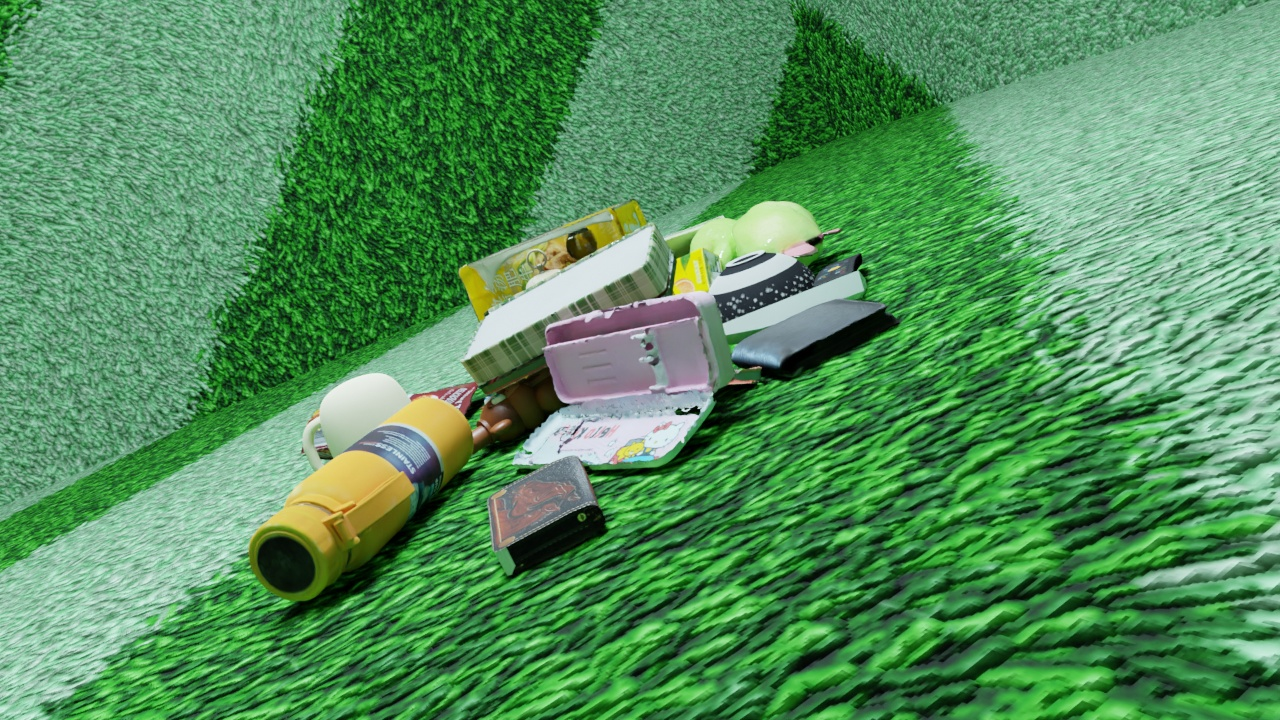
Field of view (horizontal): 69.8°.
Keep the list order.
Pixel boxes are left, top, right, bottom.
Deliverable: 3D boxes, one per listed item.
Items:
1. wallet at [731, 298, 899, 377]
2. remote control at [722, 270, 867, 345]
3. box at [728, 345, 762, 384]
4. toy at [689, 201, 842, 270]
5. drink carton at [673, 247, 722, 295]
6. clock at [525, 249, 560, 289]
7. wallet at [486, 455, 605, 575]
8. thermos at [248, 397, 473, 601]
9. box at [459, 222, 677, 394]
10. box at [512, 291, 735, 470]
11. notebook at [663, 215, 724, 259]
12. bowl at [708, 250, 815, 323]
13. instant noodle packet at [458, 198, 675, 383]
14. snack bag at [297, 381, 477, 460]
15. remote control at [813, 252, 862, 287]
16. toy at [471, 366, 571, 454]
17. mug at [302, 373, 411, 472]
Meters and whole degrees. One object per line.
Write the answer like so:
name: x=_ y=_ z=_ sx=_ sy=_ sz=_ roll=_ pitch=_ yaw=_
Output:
wallet: x=0.140 y=-0.021 z=0.751 sx=0.114 sy=0.026 sz=0.089 roll=-26 pitch=13 yaw=-17
remote control: x=0.137 y=-0.041 z=0.830 sx=0.143 sy=0.024 sz=0.049 roll=-22 pitch=-10 yaw=0
box: x=0.023 y=0.005 z=0.774 sx=0.187 sy=0.082 sz=0.041 roll=-1 pitch=50 yaw=56
toy: x=0.141 y=-0.141 z=1.131 sx=0.197 sy=0.107 sz=0.149 roll=-25 pitch=7 yaw=39
drink carton: x=0.035 y=-0.082 z=1.103 sx=0.135 sy=0.058 sz=0.043 roll=-21 pitch=-22 yaw=33
clock: x=-0.083 y=-0.050 z=0.951 sx=0.093 sy=0.141 sz=0.054 roll=-17 pitch=17 yaw=15
wallet: x=-0.063 y=0.098 z=0.601 sx=0.072 sy=0.019 sz=0.123 roll=-28 pitch=12 yaw=-6
thermos: x=-0.206 y=0.095 z=0.714 sx=0.092 sy=0.076 sz=0.232 roll=-56 pitch=-2 yaw=21
box: x=-0.065 y=-0.047 z=0.852 sx=0.206 sy=0.051 sz=0.117 roll=-28 pitch=24 yaw=17
box: x=-0.014 y=0.024 z=0.711 sx=0.077 sy=0.146 sz=0.202 roll=19 pitch=-17 yaw=-35
notebook: x=-0.017 y=-0.102 z=1.208 sx=0.251 sy=0.010 sz=0.182 roll=-23 pitch=-19 yaw=-31
bowl: x=0.118 y=-0.074 z=0.931 sx=0.120 sy=0.066 sz=0.120 roll=-21 pitch=11 yaw=4
instant noodle packet: x=-0.083 y=-0.062 z=1.016 sx=0.222 sy=0.163 sz=0.084 roll=-18 pitch=13 yaw=21
snack bag: x=-0.293 y=0.065 z=1.090 sx=0.208 sy=0.067 sz=0.138 roll=-17 pitch=17 yaw=15
remote control: x=0.201 y=-0.089 z=0.926 sx=0.041 sy=0.020 sz=0.151 roll=-21 pitch=5 yaw=20
toy: x=-0.116 y=0.039 z=0.869 sx=0.127 sy=0.065 sz=0.095 roll=-34 pitch=10 yaw=-27
mug: x=-0.292 y=0.071 z=0.955 sx=0.120 sy=0.100 sz=0.096 roll=-24 pitch=12 yaw=-11
